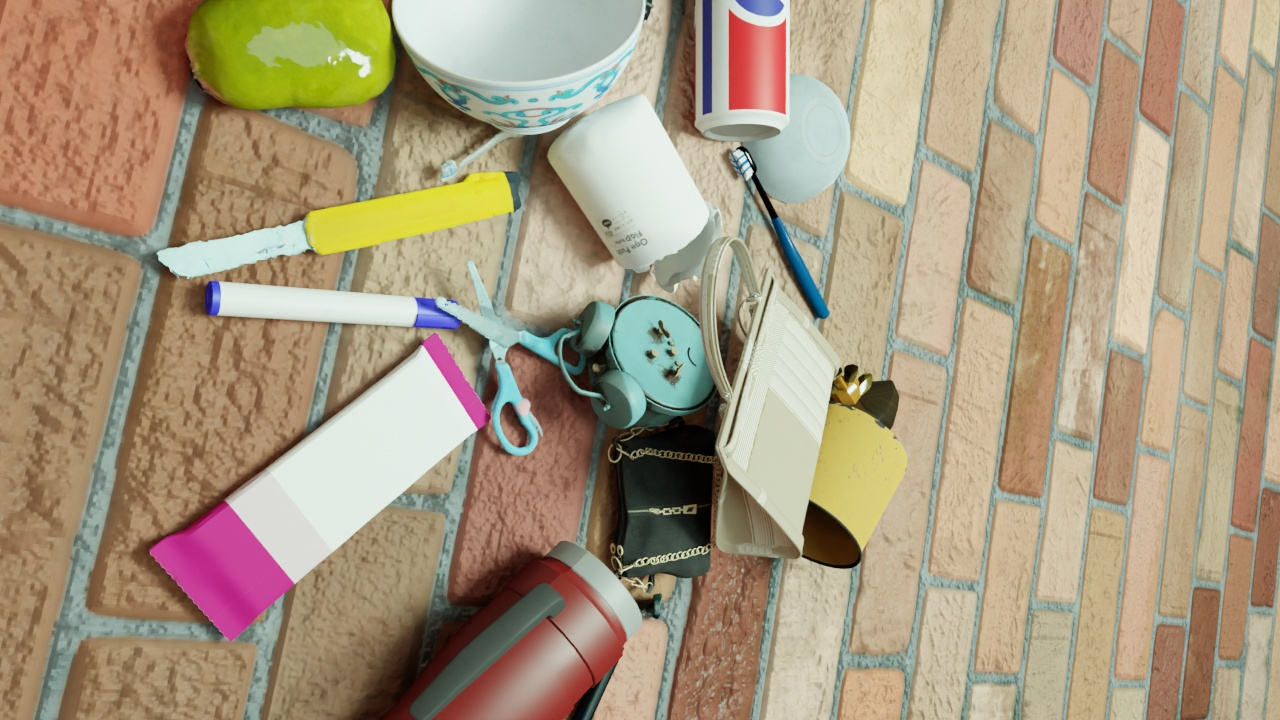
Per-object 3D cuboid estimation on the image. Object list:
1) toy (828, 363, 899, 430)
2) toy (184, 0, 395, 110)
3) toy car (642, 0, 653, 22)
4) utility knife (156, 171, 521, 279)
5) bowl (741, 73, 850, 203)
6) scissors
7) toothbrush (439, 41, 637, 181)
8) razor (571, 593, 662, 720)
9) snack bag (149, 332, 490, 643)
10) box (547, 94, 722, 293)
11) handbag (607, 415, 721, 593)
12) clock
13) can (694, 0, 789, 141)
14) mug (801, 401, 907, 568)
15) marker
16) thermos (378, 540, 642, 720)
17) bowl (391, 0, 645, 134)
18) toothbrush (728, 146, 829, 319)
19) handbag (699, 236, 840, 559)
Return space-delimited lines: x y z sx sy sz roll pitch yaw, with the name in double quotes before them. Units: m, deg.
"toy" 0.177 0.034 0.768 0.076 0.062 0.100 -34 132 6
"toy" -0.189 -0.176 0.495 0.109 0.051 0.090 -26 104 -31
"toy car" -0.037 -0.264 0.617 0.112 0.034 0.046 12 84 -37
"utility knife" -0.163 -0.082 0.537 0.223 0.019 0.030 -21 98 -40
"bowl" 0.134 -0.183 0.744 0.106 0.039 0.106 -1 91 -37
"scissors" -0.075 -0.012 0.595 0.111 0.015 0.141 -37 126 -37
"toothbrush" -0.066 -0.168 0.606 0.185 0.022 0.024 -46 152 -27
"razor" -0.026 0.226 0.645 0.022 0.043 0.144 29 73 12
"snack bag" -0.175 0.067 0.532 0.196 0.016 0.070 -43 119 -28
"box" 0.005 -0.110 0.627 0.143 0.080 0.089 58 45 -24
"handbag" 0.013 0.103 0.659 0.079 0.054 0.128 -1 94 -26
"clock" -0.004 0.004 0.618 0.124 0.053 0.090 -2 63 -37
"can" 0.075 -0.235 0.680 0.070 0.070 0.132 -1 91 -37
"mug" 0.149 0.102 0.732 0.093 0.100 0.124 -52 156 -26
"marker" -0.172 -0.030 0.529 0.141 0.020 0.020 2 89 -37
"thermos" -0.092 0.196 0.545 0.198 0.084 0.108 -41 151 -27
"bowl" -0.070 -0.187 0.555 0.143 0.144 0.074 -47 160 -26
"toothbrush" 0.116 -0.100 0.747 0.014 0.014 0.168 -40 116 -17
"handbag" 0.077 0.005 0.621 0.198 0.062 0.175 65 34 -41
